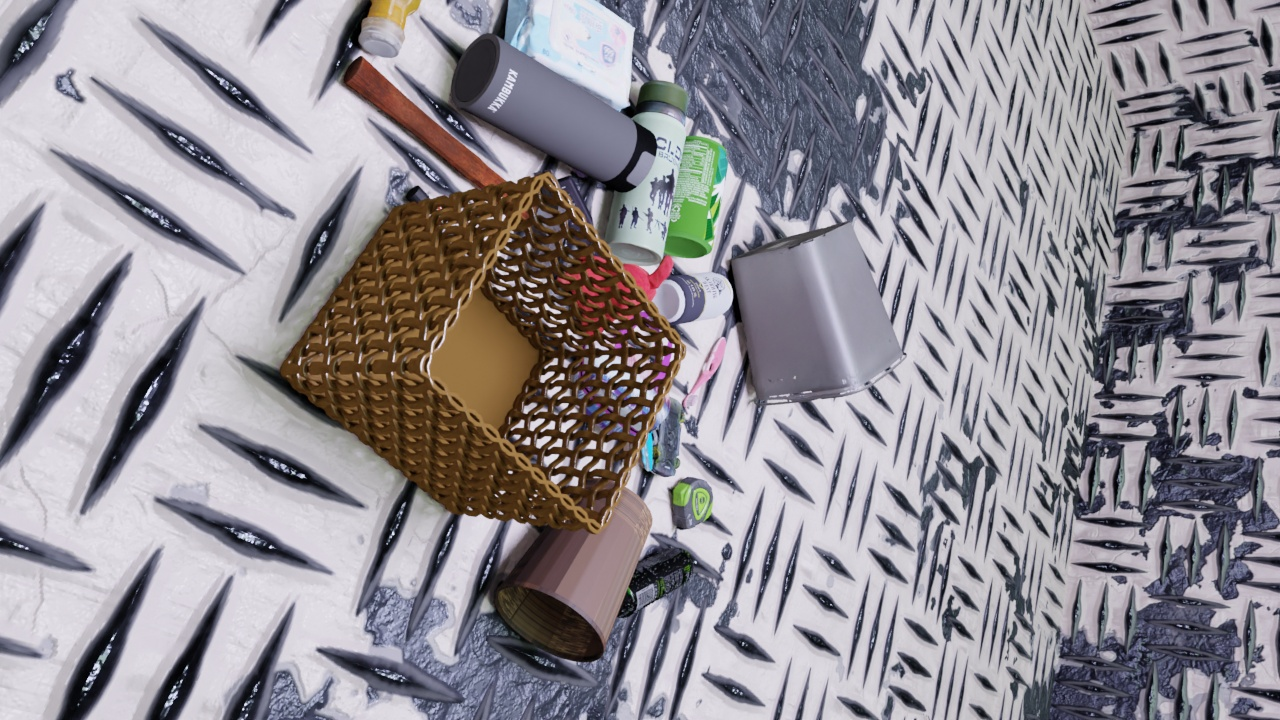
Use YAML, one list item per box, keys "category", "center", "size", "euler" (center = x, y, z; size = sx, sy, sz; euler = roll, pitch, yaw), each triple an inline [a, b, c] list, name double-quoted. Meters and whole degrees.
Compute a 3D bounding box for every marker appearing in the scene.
- category: "marker"
  center: [-0.190, -0.125, 0.962]
  size: [0.145, 0.019, 0.019]
  euler: [49, 54, -37]

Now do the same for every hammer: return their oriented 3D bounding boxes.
- category: "hammer"
  center: [-0.184, -0.210, 0.966]
  size: [0.300, 0.028, 0.111]
  euler: [37, 63, -42]

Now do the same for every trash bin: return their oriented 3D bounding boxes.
- category: "trash bin"
  center: [0.252, -0.073, 1.359]
  size: [0.196, 0.198, 0.220]
  euler: [-28, 103, -46]

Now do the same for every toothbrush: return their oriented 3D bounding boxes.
- category: "toothbrush"
  center: [0.094, 0.016, 1.294]
  size: [0.021, 0.016, 0.134]
  euler: [56, 51, -33]

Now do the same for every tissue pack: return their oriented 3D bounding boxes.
- category: "tissue pack"
  center: [-0.082, -0.366, 1.056]
  size: [0.181, 0.070, 0.112]
  euler: [16, 78, -47]

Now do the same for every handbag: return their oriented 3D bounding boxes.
- category: "handbag"
  center: [-0.007, 0.007, 1.140]
  size: [0.144, 0.068, 0.169]
  euler: [42, 48, -18]

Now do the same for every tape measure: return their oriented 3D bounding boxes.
- category: "tape measure"
  center: [0.069, 0.191, 1.247]
  size: [0.058, 0.036, 0.065]
  euler: [-10, 100, -40]

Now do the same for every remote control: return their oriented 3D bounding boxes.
- category: "remote control"
  center: [-0.067, -0.156, 1.099]
  size: [0.136, 0.032, 0.015]
  euler: [63, 28, -29]

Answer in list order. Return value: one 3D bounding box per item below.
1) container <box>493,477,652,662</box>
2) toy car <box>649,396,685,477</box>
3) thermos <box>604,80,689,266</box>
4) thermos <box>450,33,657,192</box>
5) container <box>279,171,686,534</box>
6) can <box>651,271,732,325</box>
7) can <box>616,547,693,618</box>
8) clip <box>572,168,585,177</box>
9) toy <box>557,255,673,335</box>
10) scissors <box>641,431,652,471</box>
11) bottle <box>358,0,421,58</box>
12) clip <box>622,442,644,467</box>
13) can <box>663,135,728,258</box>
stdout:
- category: "container"
  center: [-0.065, 0.227, 1.026]
  size: [0.132, 0.132, 0.166]
  euler: [60, 42, -29]
- category: "toy car"
  center: [0.030, 0.101, 1.205]
  size: [0.048, 0.033, 0.105]
  euler: [25, 67, -44]
- category: "thermos"
  center: [0.012, -0.238, 1.160]
  size: [0.082, 0.082, 0.231]
  euler: [25, 70, -46]
- category: "thermos"
  center: [-0.088, -0.268, 1.024]
  size: [0.240, 0.082, 0.082]
  euler: [20, 74, -44]
- category: "container"
  center: [-0.139, -0.001, 0.868]
  size: [0.251, 0.215, 0.219]
  euler: [49, 54, -37]
- category: "can"
  center: [0.072, -0.085, 1.233]
  size: [0.127, 0.064, 0.064]
  euler: [-12, 98, -49]
- category: "can"
  center: [0.010, 0.279, 1.160]
  size: [0.137, 0.054, 0.054]
  euler: [-14, 100, -49]
- category: "clip"
  center: [-0.083, -0.241, 1.097]
  size: [0.040, 0.014, 0.052]
  euler: [-32, 111, -45]
- category: "toy"
  center: [-0.028, -0.095, 1.076]
  size: [0.094, 0.133, 0.087]
  euler: [58, 29, -14]
- category: "scissors"
  center: [0.005, 0.074, 1.169]
  size: [0.066, 0.015, 0.134]
  euler: [11, 65, -43]
- category: "bottle"
  center: [-0.232, -0.386, 0.893]
  size: [0.053, 0.053, 0.186]
  euler: [25, 71, -46]
- category: "clip"
  center: [-0.009, 0.110, 1.167]
  size: [0.039, 0.024, 0.060]
  euler: [-15, 90, -52]
- category: "can"
  center: [0.066, -0.215, 1.214]
  size: [0.083, 0.083, 0.144]
  euler: [27, 69, -46]
